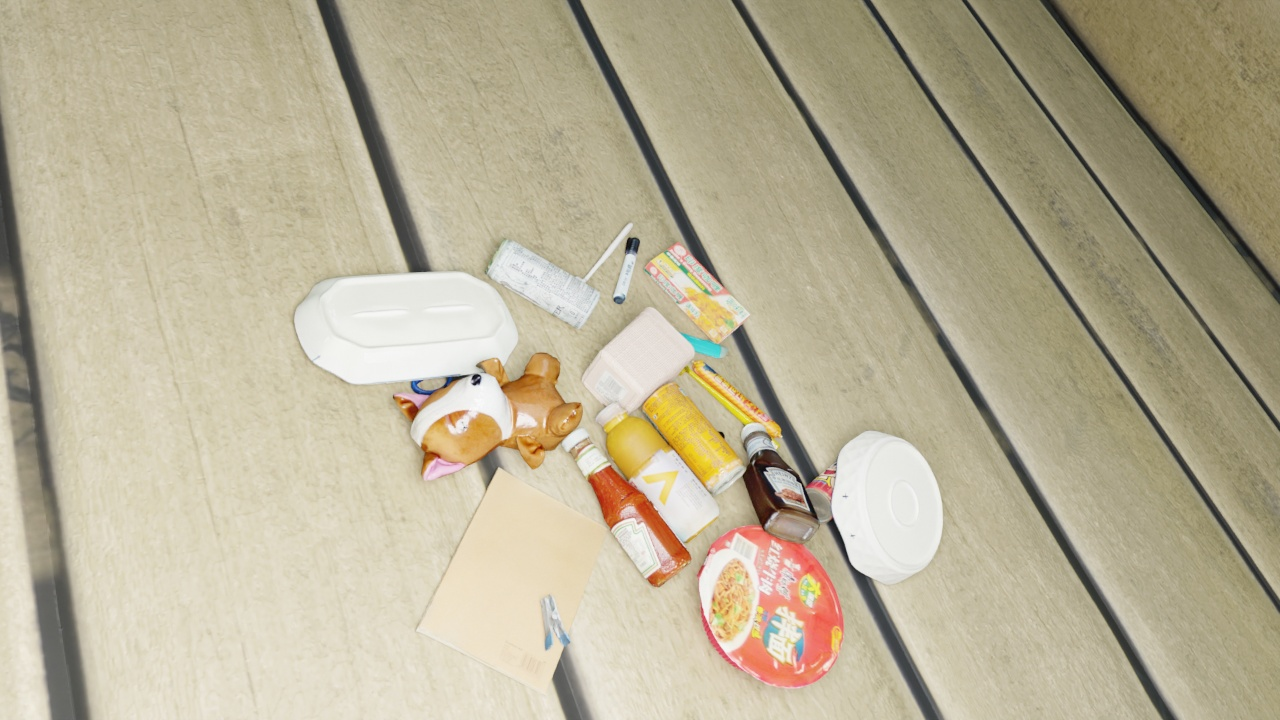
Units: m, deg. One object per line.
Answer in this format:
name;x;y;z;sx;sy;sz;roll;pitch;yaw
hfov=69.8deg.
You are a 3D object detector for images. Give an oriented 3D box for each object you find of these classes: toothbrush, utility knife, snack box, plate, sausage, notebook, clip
toothbrush;-0.054;-0.152;1.317;0.016;0.016;0.179;33;48;2
utility knife;0.057;-0.030;1.297;0.151;0.013;0.029;18;48;-16
snack box;0.083;-0.100;1.351;0.156;0.027;0.076;46;46;6
plate;0.338;0.194;1.232;0.204;0.046;0.204;12;71;-37
sausage;0.133;0.054;1.274;0.165;0.022;0.021;40;47;1
notebook;-0.131;0.234;0.996;0.149;0.012;0.210;31;47;-9
toothbrush;0.115;0.061;1.263;0.190;0.016;0.016;41;52;1
plate;-0.269;-0.051;1.090;0.265;0.034;0.162;-6;54;-33
clip;-0.093;0.275;0.969;0.045;0.027;0.058;-5;59;-27

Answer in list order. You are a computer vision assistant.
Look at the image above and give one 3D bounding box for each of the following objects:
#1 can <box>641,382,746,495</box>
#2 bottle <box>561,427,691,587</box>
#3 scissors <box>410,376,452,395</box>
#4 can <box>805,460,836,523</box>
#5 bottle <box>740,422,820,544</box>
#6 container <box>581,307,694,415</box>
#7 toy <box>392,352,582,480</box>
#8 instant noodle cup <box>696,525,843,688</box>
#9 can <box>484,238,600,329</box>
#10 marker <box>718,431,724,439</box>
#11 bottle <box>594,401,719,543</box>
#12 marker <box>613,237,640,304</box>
can;0.066;0.097;1.157;0.058;0.058;0.146;-24;66;-40
bottle;-0.021;0.168;1.077;0.059;0.060;0.206;-27;73;-40
scissors;-0.228;-0.018;1.121;0.125;0.012;0.173;31;46;-7
can;0.273;0.168;1.252;0.132;0.053;0.053;-30;76;-41
bottle;0.167;0.149;1.166;0.080;0.044;0.194;20;26;-20
container;-0.007;0.007;1.183;0.090;0.090;0.110;45;51;5
toy;-0.167;0.061;1.030;0.199;0.131;0.140;-11;47;-25
instant noodle cup;0.141;0.293;1.077;0.193;0.066;0.193;16;52;-21
can;-0.128;-0.101;1.207;0.146;0.058;0.058;30;48;-9
marker;0.068;0.117;1.196;0.123;0.015;0.018;-21;69;-42
bottle;0.016;0.132;1.117;0.067;0.068;0.189;-30;76;-41
marker;-0.021;-0.131;1.320;0.022;0.018;0.130;20;49;-6
